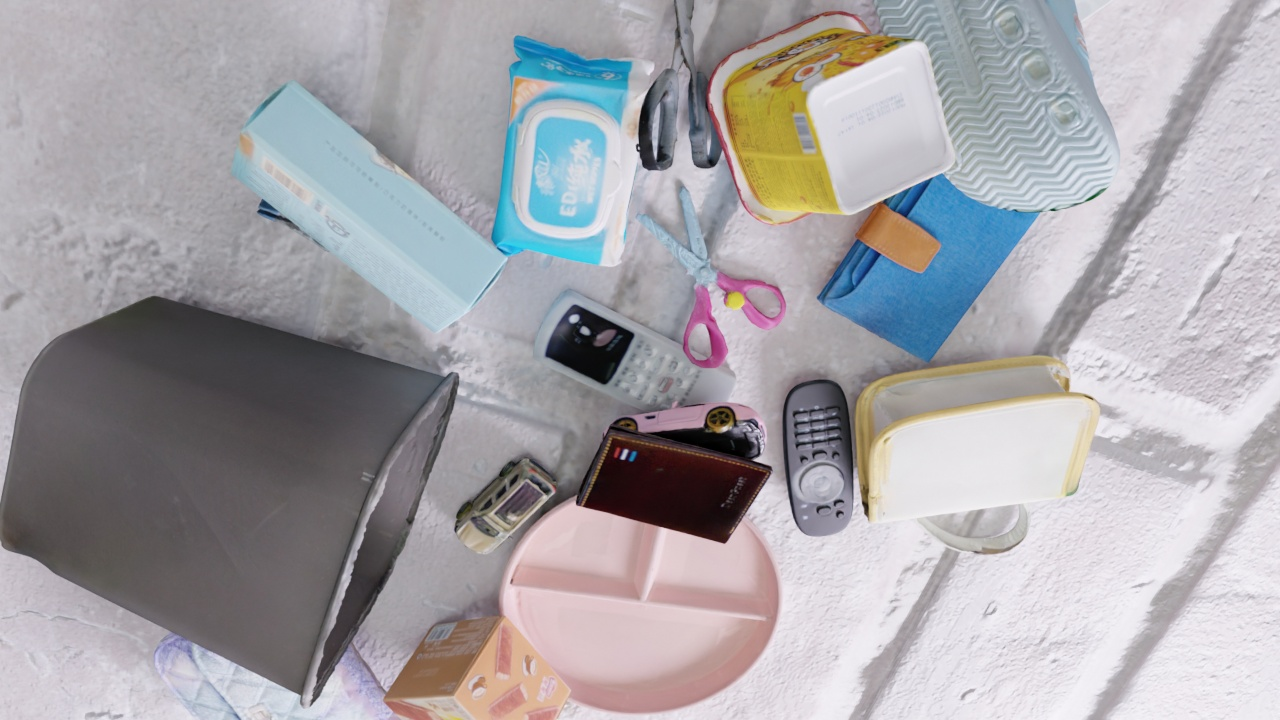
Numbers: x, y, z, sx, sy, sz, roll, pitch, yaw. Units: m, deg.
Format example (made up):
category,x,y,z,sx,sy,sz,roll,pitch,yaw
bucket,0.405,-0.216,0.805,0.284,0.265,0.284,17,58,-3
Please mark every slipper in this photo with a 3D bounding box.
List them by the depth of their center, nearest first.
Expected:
category,x,y,z,sx,sy,sz,roll,pitch,yaw
slipper,0.209,-0.203,0.562,0.104,0.074,0.245,-20,101,52

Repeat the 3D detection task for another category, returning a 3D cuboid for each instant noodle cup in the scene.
category,x,y,z,sx,sy,sz,roll,pitch,yaw
instant noodle cup,0.117,-0.143,0.553,0.116,0.123,0.116,-25,111,-6

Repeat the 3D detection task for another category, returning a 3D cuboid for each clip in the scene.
category,x,y,z,sx,sy,sz,roll,pitch,yaw
clip,-0.231,-0.095,0.626,0.056,0.024,0.029,20,114,-17

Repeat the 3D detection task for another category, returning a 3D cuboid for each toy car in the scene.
category,x,y,z,sx,sy,sz,roll,pitch,yaw
toy car,0.030,0.056,0.667,0.122,0.037,0.056,-8,133,16
toy car,-0.107,0.115,0.710,0.042,0.035,0.090,42,107,-16

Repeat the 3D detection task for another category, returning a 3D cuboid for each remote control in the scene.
category,x,y,z,sx,sy,sz,roll,pitch,yaw
remote control,-0.004,0.004,0.674,0.150,0.021,0.058,25,109,-13
remote control,0.136,0.074,0.706,0.053,0.024,0.136,-9,113,0

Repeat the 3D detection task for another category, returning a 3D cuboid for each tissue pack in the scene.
category,x,y,z,sx,sy,sz,roll,pitch,yaw
tissue pack,-0.046,-0.130,0.595,0.090,0.063,0.140,9,112,-4

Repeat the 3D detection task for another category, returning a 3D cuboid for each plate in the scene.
category,x,y,z,sx,sy,sz,roll,pitch,yaw
plate,0.001,0.194,0.749,0.229,0.028,0.230,-1,112,-3

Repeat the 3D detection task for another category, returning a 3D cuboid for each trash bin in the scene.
category,x,y,z,sx,sy,sz,roll,pitch,yaw
trash bin,-0.264,0.075,0.613,0.220,0.198,0.199,22,108,-3

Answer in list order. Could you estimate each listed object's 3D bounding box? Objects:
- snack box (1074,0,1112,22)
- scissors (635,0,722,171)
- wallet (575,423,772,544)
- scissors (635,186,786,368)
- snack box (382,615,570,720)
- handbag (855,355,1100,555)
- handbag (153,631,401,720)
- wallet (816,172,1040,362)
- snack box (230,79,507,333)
category,x,y,z,sx,sy,sz,roll,pitch,yaw
snack box,0.293,-0.277,0.567,0.157,0.026,0.085,-35,109,12
scissors,0.026,-0.195,0.570,0.014,0.159,0.173,7,149,32
wallet,0.022,0.091,0.666,0.122,0.020,0.097,15,136,-10
scissors,0.040,-0.053,0.650,0.136,0.017,0.105,39,92,-17
snack box,-0.129,0.266,0.729,0.093,0.076,0.094,-20,115,39
handbag,0.248,0.084,0.704,0.163,0.063,0.179,-8,127,1
handbag,-0.286,0.268,0.744,0.134,0.075,0.194,-24,112,7
wallet,0.200,-0.074,0.642,0.106,0.040,0.133,27,107,-17
snack box,-0.175,-0.094,0.593,0.175,0.074,0.051,40,66,-16
